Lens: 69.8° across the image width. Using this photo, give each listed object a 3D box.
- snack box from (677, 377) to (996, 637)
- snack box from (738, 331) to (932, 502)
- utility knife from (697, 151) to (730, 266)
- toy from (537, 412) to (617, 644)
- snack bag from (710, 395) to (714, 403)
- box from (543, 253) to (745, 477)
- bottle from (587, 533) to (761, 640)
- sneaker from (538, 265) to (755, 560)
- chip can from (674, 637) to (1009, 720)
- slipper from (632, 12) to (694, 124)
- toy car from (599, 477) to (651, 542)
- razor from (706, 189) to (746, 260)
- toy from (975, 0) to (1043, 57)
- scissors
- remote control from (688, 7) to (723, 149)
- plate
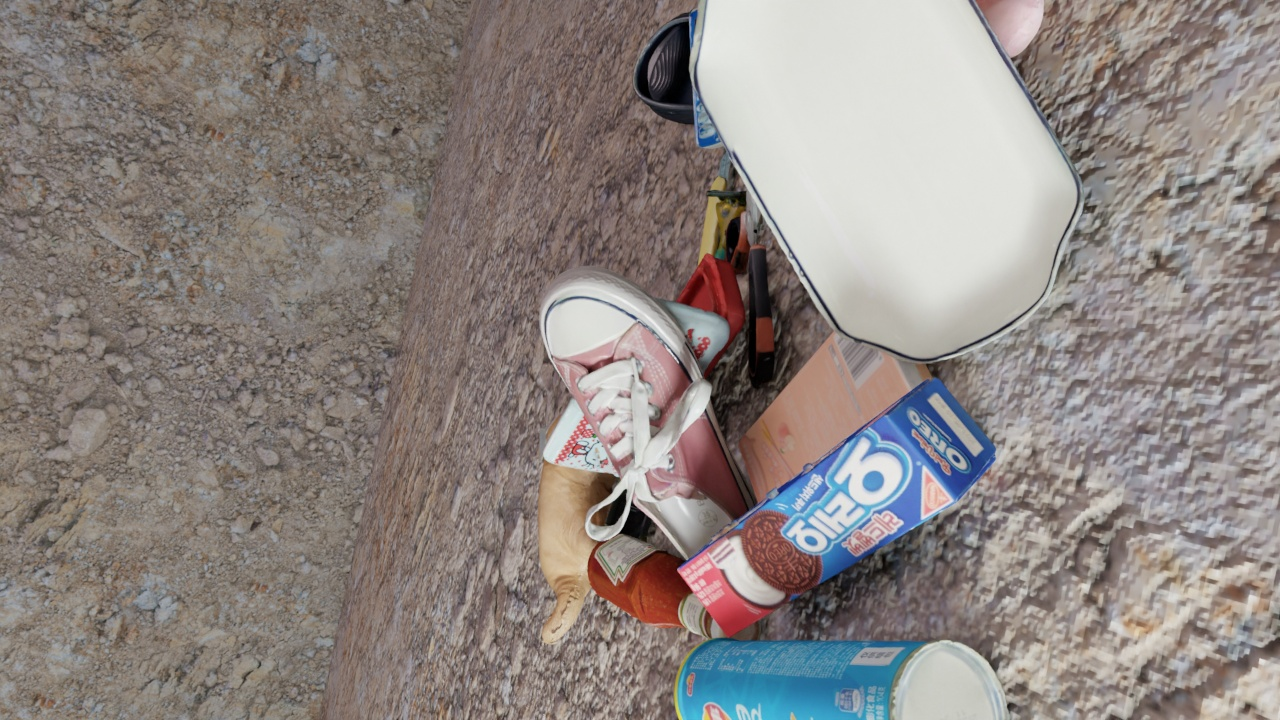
[{"bbox_3d":[0.103,0.090,0.528,0.058,0.057,0.208,53,135,11],"label":"snack box"},{"bbox_3d":[0.120,0.043,0.578,0.158,0.026,0.084,-57,38,42],"label":"snack box"},{"bbox_3d":[0.060,-0.103,0.814,0.031,0.019,0.178,5,89,63],"label":"utility knife"},{"bbox_3d":[-0.065,0.158,0.899,0.143,0.082,0.225,140,136,-76],"label":"toy"},{"bbox_3d":[0.037,0.062,0.777,0.106,0.026,0.045,-30,50,59],"label":"snack bag"},{"bbox_3d":[-0.004,0.004,0.733,0.094,0.100,0.202,-98,30,-41],"label":"box"},{"bbox_3d":[0.023,0.181,0.712,0.206,0.059,0.059,3,81,63],"label":"bottle"},{"bbox_3d":[0.005,0.050,0.617,0.118,0.241,0.087,-24,15,20],"label":"sneaker"},{"bbox_3d":[0.098,0.191,0.509,0.211,0.071,0.071,-30,51,60],"label":"chip can"},{"bbox_3d":[0.045,-0.284,0.863,0.268,0.083,0.111,40,116,62],"label":"slipper"},{"bbox_3d":[-0.008,0.135,0.825,0.035,0.042,0.090,-91,19,-88],"label":"toy car"},{"bbox_3d":[0.060,-0.083,0.786,0.043,0.028,0.132,14,85,45],"label":"razor"},{"bbox_3d":[0.182,-0.206,0.532,0.121,0.054,0.159,-68,23,5],"label":"toy"},{"bbox_3d":[0.082,-0.085,0.669,0.225,0.015,0.188,93,171,-73],"label":"scissors"},{"bbox_3d":[0.066,-0.242,0.769,0.049,0.024,0.125,-6,86,47],"label":"remote control"},{"bbox_3d":[0.127,-0.129,0.499,0.162,0.034,0.265,-37,79,44],"label":"plate"}]
